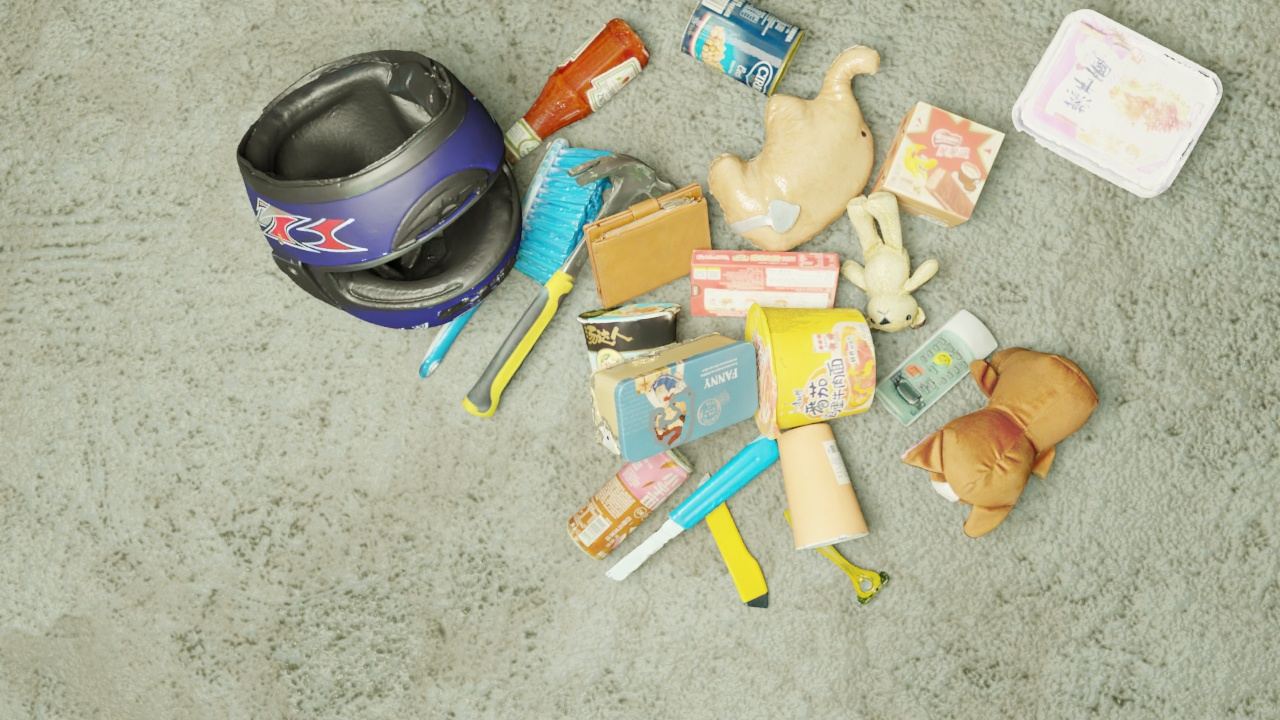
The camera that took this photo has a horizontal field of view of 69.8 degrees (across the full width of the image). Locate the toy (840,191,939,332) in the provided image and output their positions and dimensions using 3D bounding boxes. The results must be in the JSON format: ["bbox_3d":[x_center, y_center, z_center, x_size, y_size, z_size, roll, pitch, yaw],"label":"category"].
[{"bbox_3d":[0.252,-0.100,0.951,0.105,0.066,0.157,-3,117,32],"label":"toy"}]

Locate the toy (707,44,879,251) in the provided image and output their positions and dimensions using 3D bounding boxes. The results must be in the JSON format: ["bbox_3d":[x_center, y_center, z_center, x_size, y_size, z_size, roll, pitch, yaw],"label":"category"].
[{"bbox_3d":[0.179,-0.216,0.957,0.143,0.082,0.226,42,92,-17],"label":"toy"}]

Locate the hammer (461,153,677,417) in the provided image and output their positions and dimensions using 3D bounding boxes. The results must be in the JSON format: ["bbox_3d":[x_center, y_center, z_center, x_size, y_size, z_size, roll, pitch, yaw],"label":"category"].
[{"bbox_3d":[-0.092,-0.074,0.965,0.324,0.126,0.032,-54,50,12],"label":"hammer"}]

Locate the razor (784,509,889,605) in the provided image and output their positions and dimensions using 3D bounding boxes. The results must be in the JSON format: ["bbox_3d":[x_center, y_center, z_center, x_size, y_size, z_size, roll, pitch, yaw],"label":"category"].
[{"bbox_3d":[0.209,0.210,1.006,0.132,0.028,0.043,42,99,3],"label":"razor"}]

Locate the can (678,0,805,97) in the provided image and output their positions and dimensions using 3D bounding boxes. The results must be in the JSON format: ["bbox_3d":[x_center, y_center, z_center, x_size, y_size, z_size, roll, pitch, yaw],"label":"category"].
[{"bbox_3d":[0.105,-0.334,0.959,0.111,0.075,0.075,29,95,3],"label":"can"}]

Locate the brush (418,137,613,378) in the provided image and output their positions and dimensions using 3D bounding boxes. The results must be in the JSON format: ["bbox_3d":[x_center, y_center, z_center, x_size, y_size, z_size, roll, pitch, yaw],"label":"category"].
[{"bbox_3d":[-0.136,-0.100,1.007,0.109,0.060,0.315,26,97,8],"label":"brush"}]

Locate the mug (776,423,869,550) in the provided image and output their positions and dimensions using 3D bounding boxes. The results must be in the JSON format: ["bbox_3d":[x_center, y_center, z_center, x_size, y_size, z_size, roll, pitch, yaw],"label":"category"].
[{"bbox_3d":[0.187,0.132,0.969,0.078,0.078,0.122,-14,75,5],"label":"mug"}]

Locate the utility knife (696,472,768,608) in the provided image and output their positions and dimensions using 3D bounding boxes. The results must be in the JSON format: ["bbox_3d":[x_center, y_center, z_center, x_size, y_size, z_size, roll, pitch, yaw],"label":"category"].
[{"bbox_3d":[0.102,0.202,1.018,0.033,0.015,0.164,-24,90,-2],"label":"utility knife"}]

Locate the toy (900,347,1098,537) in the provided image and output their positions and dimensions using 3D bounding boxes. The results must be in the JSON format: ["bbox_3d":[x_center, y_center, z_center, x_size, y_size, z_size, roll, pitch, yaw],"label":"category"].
[{"bbox_3d":[0.366,0.076,0.942,0.140,0.131,0.199,43,74,3],"label":"toy"}]

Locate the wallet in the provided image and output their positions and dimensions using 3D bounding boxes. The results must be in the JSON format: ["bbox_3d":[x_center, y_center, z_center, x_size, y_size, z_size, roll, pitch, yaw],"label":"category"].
[{"bbox_3d":[0.010,-0.119,0.957,0.131,0.108,0.031,-25,47,-12],"label":"wallet"}]

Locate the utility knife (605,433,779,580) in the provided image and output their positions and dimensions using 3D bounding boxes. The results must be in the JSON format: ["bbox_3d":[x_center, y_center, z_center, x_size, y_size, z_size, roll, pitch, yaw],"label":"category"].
[{"bbox_3d":[0.058,0.161,0.998,0.236,0.018,0.034,-39,92,-5],"label":"utility knife"}]

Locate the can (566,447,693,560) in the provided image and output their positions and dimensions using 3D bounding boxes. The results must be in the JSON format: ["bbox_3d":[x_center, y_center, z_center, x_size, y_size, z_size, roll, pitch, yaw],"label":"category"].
[{"bbox_3d":[-0.012,0.150,1.003,0.147,0.058,0.058,-44,89,5],"label":"can"}]

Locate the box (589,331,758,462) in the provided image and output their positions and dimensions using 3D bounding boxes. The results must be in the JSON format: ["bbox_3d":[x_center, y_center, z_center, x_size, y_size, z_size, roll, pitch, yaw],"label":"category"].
[{"bbox_3d":[0.040,0.032,0.920,0.184,0.061,0.090,-19,115,-27],"label":"box"}]

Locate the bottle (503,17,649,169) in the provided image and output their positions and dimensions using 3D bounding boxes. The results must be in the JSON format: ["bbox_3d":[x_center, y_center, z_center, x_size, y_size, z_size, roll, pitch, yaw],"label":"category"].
[{"bbox_3d":[-0.082,-0.279,0.986,0.206,0.059,0.060,-41,89,6],"label":"bottle"}]

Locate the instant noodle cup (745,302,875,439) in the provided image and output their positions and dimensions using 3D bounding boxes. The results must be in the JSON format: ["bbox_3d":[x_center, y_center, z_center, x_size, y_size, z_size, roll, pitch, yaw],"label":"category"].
[{"bbox_3d":[0.174,0.005,0.948,0.110,0.138,0.138,-4,93,-4],"label":"instant noodle cup"}]

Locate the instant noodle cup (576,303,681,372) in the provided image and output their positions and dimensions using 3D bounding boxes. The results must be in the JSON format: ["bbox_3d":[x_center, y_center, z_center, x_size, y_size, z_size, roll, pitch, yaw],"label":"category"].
[{"bbox_3d":[-0.006,0.006,0.976,0.111,0.111,0.120,-5,100,5],"label":"instant noodle cup"}]

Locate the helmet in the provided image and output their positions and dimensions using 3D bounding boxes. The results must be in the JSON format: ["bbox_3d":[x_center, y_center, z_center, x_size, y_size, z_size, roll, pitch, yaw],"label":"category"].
[{"bbox_3d":[-0.229,-0.147,0.891,0.247,0.316,0.240,-44,133,-15],"label":"helmet"}]

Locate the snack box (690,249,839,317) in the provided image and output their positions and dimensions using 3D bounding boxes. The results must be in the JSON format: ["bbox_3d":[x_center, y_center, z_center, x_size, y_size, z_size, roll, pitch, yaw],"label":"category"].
[{"bbox_3d":[0.130,-0.080,0.974,0.153,0.075,0.025,2,49,5],"label":"snack box"}]

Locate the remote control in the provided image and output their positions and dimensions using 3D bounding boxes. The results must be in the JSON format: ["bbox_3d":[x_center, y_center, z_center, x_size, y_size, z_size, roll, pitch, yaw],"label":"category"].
[{"bbox_3d":[0.316,0.007,0.988,0.135,0.019,0.056,-42,89,6],"label":"remote control"}]

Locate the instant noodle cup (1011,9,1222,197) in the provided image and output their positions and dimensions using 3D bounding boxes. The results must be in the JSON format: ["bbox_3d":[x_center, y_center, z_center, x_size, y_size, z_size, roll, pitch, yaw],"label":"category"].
[{"bbox_3d":[0.478,-0.258,0.940,0.173,0.060,0.138,29,95,4],"label":"instant noodle cup"}]

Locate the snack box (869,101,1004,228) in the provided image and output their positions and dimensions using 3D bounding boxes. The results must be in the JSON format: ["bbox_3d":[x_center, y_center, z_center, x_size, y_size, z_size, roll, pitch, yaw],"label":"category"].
[{"bbox_3d":[0.304,-0.200,0.949,0.093,0.077,0.094,23,94,3],"label":"snack box"}]
